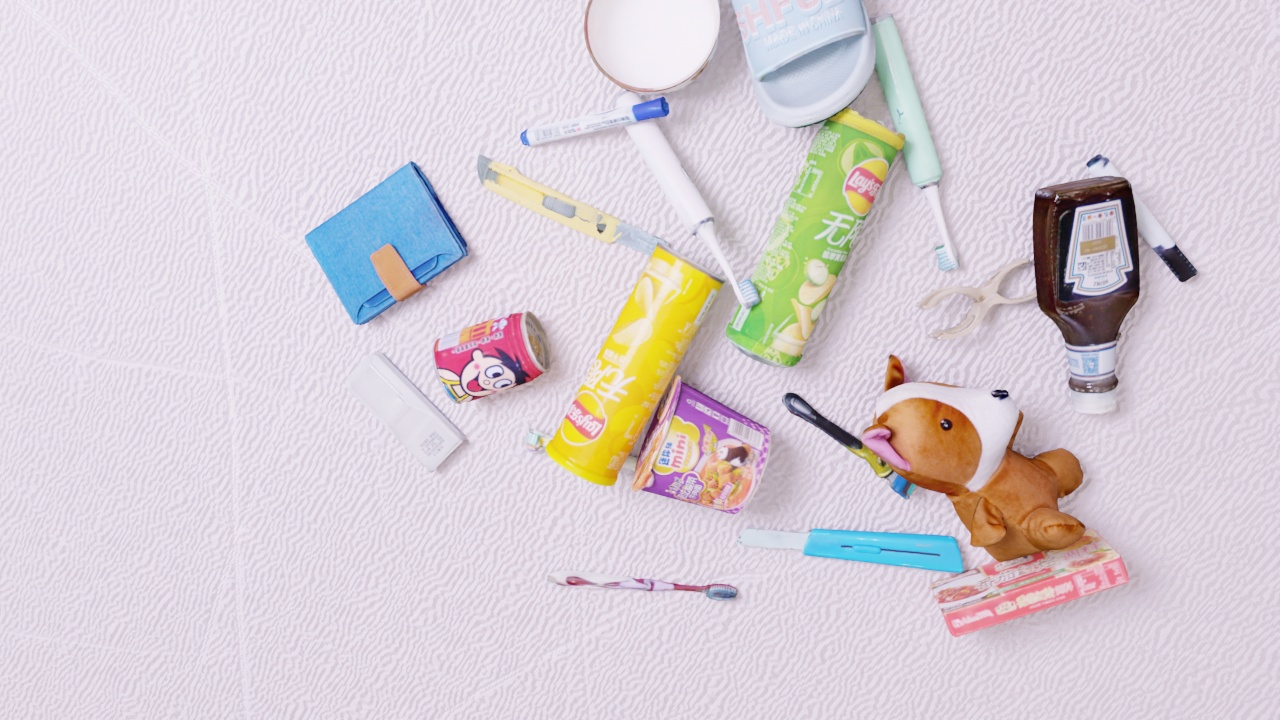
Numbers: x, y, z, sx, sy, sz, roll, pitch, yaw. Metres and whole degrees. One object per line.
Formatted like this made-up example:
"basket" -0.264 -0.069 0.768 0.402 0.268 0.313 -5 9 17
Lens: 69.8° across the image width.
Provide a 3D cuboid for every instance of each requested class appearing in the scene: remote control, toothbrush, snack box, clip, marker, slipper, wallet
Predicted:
"remote control" -0.231 0.050 0.895 0.125 0.024 0.049 45 103 -1
"toothbrush" 0.235 -0.184 0.781 0.027 0.026 0.224 -14 99 43
"snack box" 0.337 0.194 0.805 0.153 0.075 0.025 -23 94 12
"toothbrush" 0.000 0.220 0.891 0.188 0.017 0.016 3 99 8
"clip" 0.286 -0.063 0.791 0.104 0.034 0.081 -38 93 8
"toothbrush" -0.018 0.097 0.872 0.189 0.020 0.029 14 127 5
"marker" 0.419 -0.119 0.766 0.018 0.022 0.130 -40 93 19
"slipper" 0.118 -0.310 0.737 0.104 0.074 0.245 -17 83 11
"toothbrush" 0.039 -0.138 0.790 0.026 0.026 0.221 -33 78 15
"wallet" -0.239 -0.108 0.863 0.133 0.040 0.106 -31 90 13
"marker" -0.043 -0.208 0.803 0.146 0.016 0.017 -5 99 28

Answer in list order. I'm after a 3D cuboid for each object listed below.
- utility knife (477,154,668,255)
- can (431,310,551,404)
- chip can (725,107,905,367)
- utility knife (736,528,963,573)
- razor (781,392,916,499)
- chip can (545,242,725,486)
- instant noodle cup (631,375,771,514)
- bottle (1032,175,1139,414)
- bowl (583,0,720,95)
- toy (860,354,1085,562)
"utility knife" -0.065 -0.139 0.844 0.195 0.020 0.031 23 108 0
"can" -0.136 -0.004 0.848 0.094 0.066 0.066 -18 96 11
"chip can" 0.145 -0.101 0.786 0.072 0.072 0.221 25 102 4
"utility knife" 0.193 0.173 0.854 0.207 0.018 0.034 3 101 10
"razor" 0.189 0.073 0.835 0.143 0.022 0.042 33 69 6
"chip can" -0.005 0.005 0.816 0.072 0.072 0.213 29 97 3
"instant noodle cup" 0.056 0.082 0.819 0.099 0.111 0.112 23 102 -6
"bottle" 0.373 -0.051 0.765 0.080 0.044 0.195 -11 105 0
"bowl" 0.013 -0.278 0.778 0.113 0.062 0.113 1 93 10
"toy" 0.279 0.080 0.771 0.199 0.139 0.131 35 126 2
